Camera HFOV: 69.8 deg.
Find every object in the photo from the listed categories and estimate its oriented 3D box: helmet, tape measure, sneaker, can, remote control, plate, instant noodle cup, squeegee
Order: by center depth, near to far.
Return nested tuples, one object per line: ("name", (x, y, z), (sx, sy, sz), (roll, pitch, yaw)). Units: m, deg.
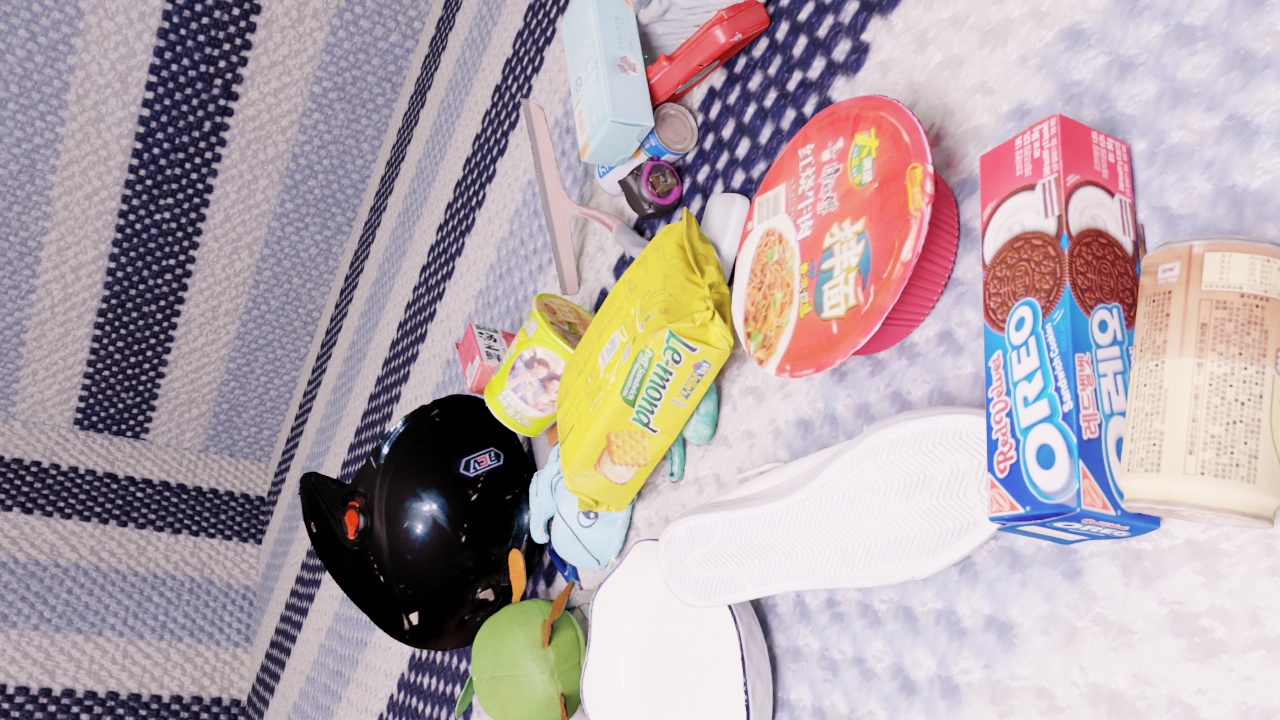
("can", (0.240, 0.010, 0.389), (0.059, 0.058, 0.116), (-5, 72, 62))
("sneaker", (0.126, 0.091, 0.562), (0.243, 0.090, 0.089), (-26, 82, 34))
("instant noodle cup", (0.141, -0.075, 0.616), (0.194, 0.065, 0.193), (-36, 47, 50))
("plate", (0.025, 0.237, 0.678), (0.205, 0.045, 0.204), (-17, 69, 53))
("remote control", (0.063, -0.082, 0.819), (0.056, 0.020, 0.136), (20, 95, 63))
("tape measure", (0.013, -0.172, 0.917), (0.039, 0.057, 0.057), (-21, 102, 52))
("instant noodle cup", (-0.099, 0.011, 0.955), (0.124, 0.111, 0.111), (-49, 35, 21))
("can", (0.003, -0.218, 0.966), (0.135, 0.053, 0.053), (-21, 59, 58))
("squeegee", (-0.028, -0.134, 0.968), (0.249, 0.040, 0.248), (38, 146, 45))
("helmet", (-0.219, 0.175, 1.001), (0.230, 0.232, 0.275), (46, 128, 25))

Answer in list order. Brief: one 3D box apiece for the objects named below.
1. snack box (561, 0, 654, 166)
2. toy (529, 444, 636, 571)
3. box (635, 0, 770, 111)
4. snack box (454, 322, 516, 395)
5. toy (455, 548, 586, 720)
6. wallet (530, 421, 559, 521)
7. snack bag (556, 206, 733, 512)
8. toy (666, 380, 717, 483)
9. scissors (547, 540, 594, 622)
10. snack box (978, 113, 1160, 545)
("snack box", (-0.034, -0.287, 0.913), (0.074, 0.051, 0.174), (-39, 56, 58))
("toy", (-0.060, 0.146, 0.894), (0.162, 0.049, 0.156), (-50, 49, 33))
("box", (0.034, -0.319, 0.905), (0.098, 0.095, 0.202), (58, 149, -6))
("snack box", (-0.153, 0.001, 1.087), (0.044, 0.113, 0.127), (-66, 28, 20))
("toy", (-0.107, 0.295, 0.882), (0.247, 0.089, 0.226), (-32, 60, 58))
("wallet", (-0.087, 0.093, 1.000), (0.107, 0.037, 0.129), (-59, 31, 30))
("snack bag", (-0.005, 0.005, 0.795), (0.247, 0.068, 0.157), (-58, 26, 32))
("toy", (0.039, 0.056, 0.788), (0.092, 0.030, 0.096), (161, 112, -64))
("scissors", (-0.069, 0.239, 0.922), (0.163, 0.012, 0.162), (-57, 33, 29))
("snack box", (0.212, -0.016, 0.460), (0.057, 0.058, 0.207), (-27, 54, 60))
